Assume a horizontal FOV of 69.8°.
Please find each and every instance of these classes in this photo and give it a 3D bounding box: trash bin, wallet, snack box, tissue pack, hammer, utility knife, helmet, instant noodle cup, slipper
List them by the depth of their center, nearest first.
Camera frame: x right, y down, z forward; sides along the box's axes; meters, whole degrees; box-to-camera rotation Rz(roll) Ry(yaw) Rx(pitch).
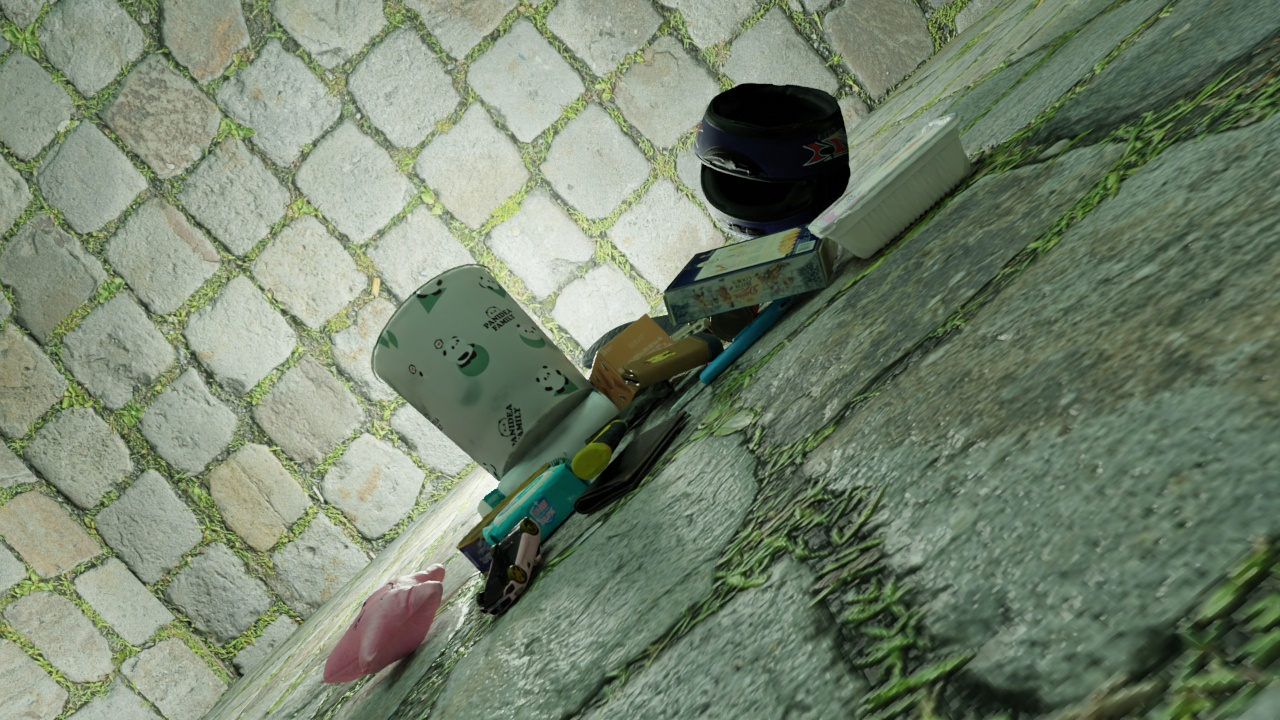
[{"bbox_3d":[-0.008,0.101,0.926,0.097,0.020,0.122,-32,10,45],"label":"wallet"},{"bbox_3d":[0.261,-0.171,0.943,0.173,0.060,0.138,-42,5,11],"label":"instant noodle cup"},{"bbox_3d":[-0.113,0.165,1.019,0.133,0.050,0.093,-43,4,-18],"label":"tissue pack"},{"bbox_3d":[0.102,-0.009,1.034,0.194,0.018,0.034,-44,6,-6],"label":"utility knife"},{"bbox_3d":[-0.030,0.084,1.038,0.126,0.032,0.323,-43,-1,10],"label":"hammer"},{"bbox_3d":[0.135,-0.108,1.077,0.183,0.046,0.177,-14,16,21],"label":"snack box"},{"bbox_3d":[0.038,0.001,1.129,0.115,0.033,0.090,-23,10,-13],"label":"wallet"},{"bbox_3d":[-0.007,0.007,1.240,0.092,0.077,0.095,-39,-13,-23],"label":"snack box"},{"bbox_3d":[-0.208,0.028,1.293,0.229,0.252,0.230,-43,-18,-18],"label":"trash bin"},{"bbox_3d":[0.016,-0.014,1.487,0.269,0.083,0.110,-15,23,37],"label":"slipper"},{"bbox_3d":[0.209,-0.313,1.519,0.314,0.247,0.241,-39,-39,-50],"label":"helmet"}]

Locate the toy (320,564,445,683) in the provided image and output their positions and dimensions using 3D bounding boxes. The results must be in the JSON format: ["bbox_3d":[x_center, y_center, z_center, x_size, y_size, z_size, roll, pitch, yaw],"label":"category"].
[{"bbox_3d":[-0.289,0.306,1.034,0.178,0.074,0.195,-43,6,-9],"label":"toy"}]

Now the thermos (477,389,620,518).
[{"bbox_3d":[-0.116,0.138,1.202,0.224,0.073,0.073,-44,5,-14],"label":"thermos"}]

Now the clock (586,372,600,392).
[{"bbox_3d":[-0.062,0.060,1.362,0.122,0.082,0.055,-42,-2,35],"label":"clock"}]

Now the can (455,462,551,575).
[{"bbox_3d":[-0.150,0.189,1.098,0.148,0.049,0.074,-43,5,-6],"label":"can"}]

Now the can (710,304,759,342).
[{"bbox_3d":[0.120,-0.064,1.150,0.053,0.053,0.132,-41,5,18],"label":"can"}]

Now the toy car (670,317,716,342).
[{"bbox_3d":[0.068,-0.026,1.310,0.091,0.042,0.035,-34,26,20],"label":"toy car"}]

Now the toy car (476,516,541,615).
[{"bbox_3d":[-0.123,0.200,0.886,0.056,0.037,0.122,-43,17,21],"label":"toy car"}]
